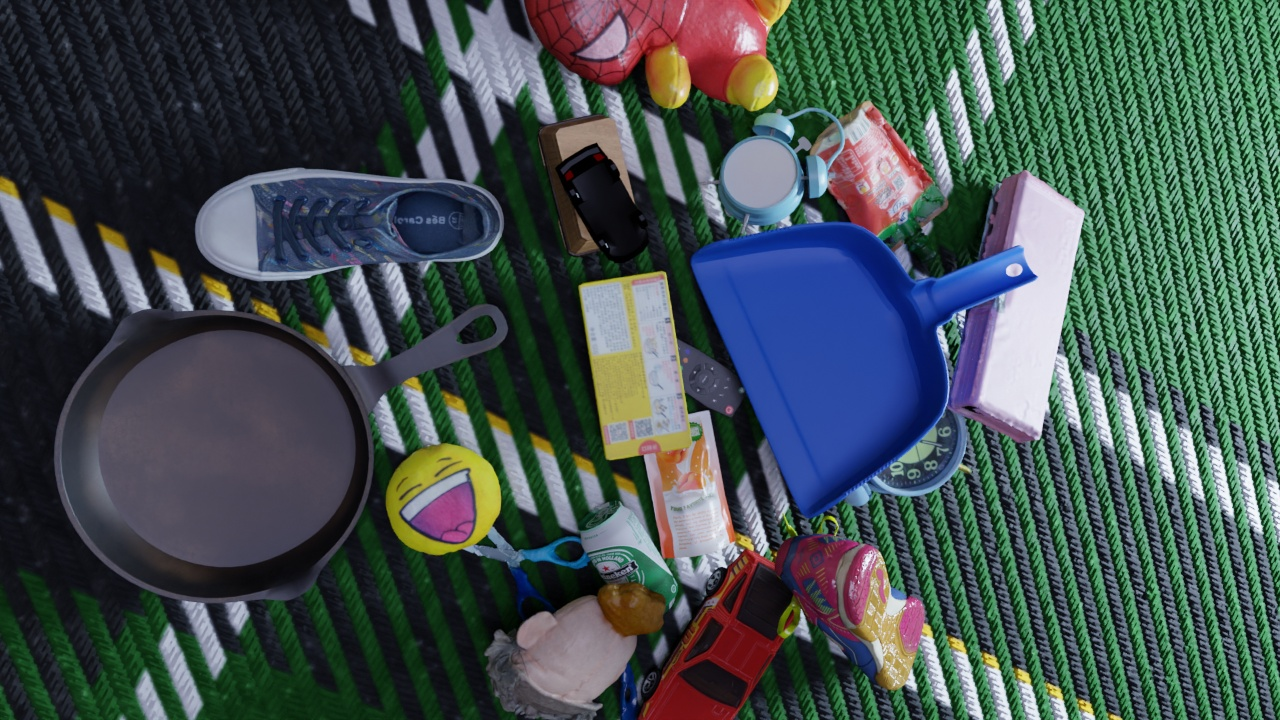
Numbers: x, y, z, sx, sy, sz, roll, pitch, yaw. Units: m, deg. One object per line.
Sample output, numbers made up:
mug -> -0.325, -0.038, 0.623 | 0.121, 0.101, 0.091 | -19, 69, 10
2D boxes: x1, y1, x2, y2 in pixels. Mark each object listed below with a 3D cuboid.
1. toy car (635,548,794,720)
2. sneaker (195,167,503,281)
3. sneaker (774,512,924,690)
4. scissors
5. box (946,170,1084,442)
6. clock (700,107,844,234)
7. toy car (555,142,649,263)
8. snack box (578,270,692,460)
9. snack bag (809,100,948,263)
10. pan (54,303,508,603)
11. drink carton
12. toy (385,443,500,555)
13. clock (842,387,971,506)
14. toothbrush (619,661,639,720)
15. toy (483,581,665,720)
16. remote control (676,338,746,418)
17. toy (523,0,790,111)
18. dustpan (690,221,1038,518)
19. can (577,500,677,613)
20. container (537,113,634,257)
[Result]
toy car -> 0.072, 0.264, 0.821 | 0.081, 0.056, 0.189 | 34, 89, -12
sneaker -> -0.222, -0.109, 0.709 | 0.235, 0.079, 0.087 | -4, 97, -12
sneaker -> 0.186, 0.212, 0.805 | 0.242, 0.091, 0.116 | 51, 55, -46
scissors -> -0.114, 0.182, 0.794 | 0.133, 0.015, 0.103 | 16, 93, -11
box -> 0.338, -0.048, 0.825 | 0.098, 0.046, 0.232 | 24, 73, -24
clock -> 0.118, -0.167, 0.784 | 0.123, 0.042, 0.087 | -38, 79, 3
toy car -> -0.028, -0.119, 0.706 | 0.042, 0.036, 0.092 | -33, 111, -5
snack box -> -0.005, 0.005, 0.779 | 0.075, 0.025, 0.152 | -9, 92, -6
snack bag -> 0.219, -0.150, 0.821 | 0.087, 0.044, 0.155 | -41, 106, 0
pan -> -0.270, 0.044, 0.732 | 0.355, 0.043, 0.249 | -27, 100, -8
drink carton -> 0.040, 0.108, 0.812 | 0.069, 0.039, 0.122 | -11, 92, -11
toy -> -0.164, 0.115, 0.762 | 0.095, 0.041, 0.094 | -32, 99, -6
clock -> 0.218, 0.071, 0.829 | 0.162, 0.060, 0.118 | -12, 99, -8
toothbrush -> -0.012, 0.291, 0.824 | 0.021, 0.016, 0.132 | -10, 99, -39
toy -> -0.054, 0.238, 0.767 | 0.176, 0.076, 0.132 | -39, 131, 13
remote control -> 0.038, 0.005, 0.809 | 0.124, 0.010, 0.039 | 33, 88, -13
toy -> 0.010, -0.275, 0.732 | 0.216, 0.099, 0.147 | 10, 83, -14
dustpan -> 0.208, -0.031, 0.774 | 0.257, 0.059, 0.245 | -22, 81, -6
can -> -0.010, 0.175, 0.795 | 0.053, 0.053, 0.101 | -32, 101, -7
container -> -0.040, -0.146, 0.752 | 0.063, 0.061, 0.114 | -15, 98, -10
